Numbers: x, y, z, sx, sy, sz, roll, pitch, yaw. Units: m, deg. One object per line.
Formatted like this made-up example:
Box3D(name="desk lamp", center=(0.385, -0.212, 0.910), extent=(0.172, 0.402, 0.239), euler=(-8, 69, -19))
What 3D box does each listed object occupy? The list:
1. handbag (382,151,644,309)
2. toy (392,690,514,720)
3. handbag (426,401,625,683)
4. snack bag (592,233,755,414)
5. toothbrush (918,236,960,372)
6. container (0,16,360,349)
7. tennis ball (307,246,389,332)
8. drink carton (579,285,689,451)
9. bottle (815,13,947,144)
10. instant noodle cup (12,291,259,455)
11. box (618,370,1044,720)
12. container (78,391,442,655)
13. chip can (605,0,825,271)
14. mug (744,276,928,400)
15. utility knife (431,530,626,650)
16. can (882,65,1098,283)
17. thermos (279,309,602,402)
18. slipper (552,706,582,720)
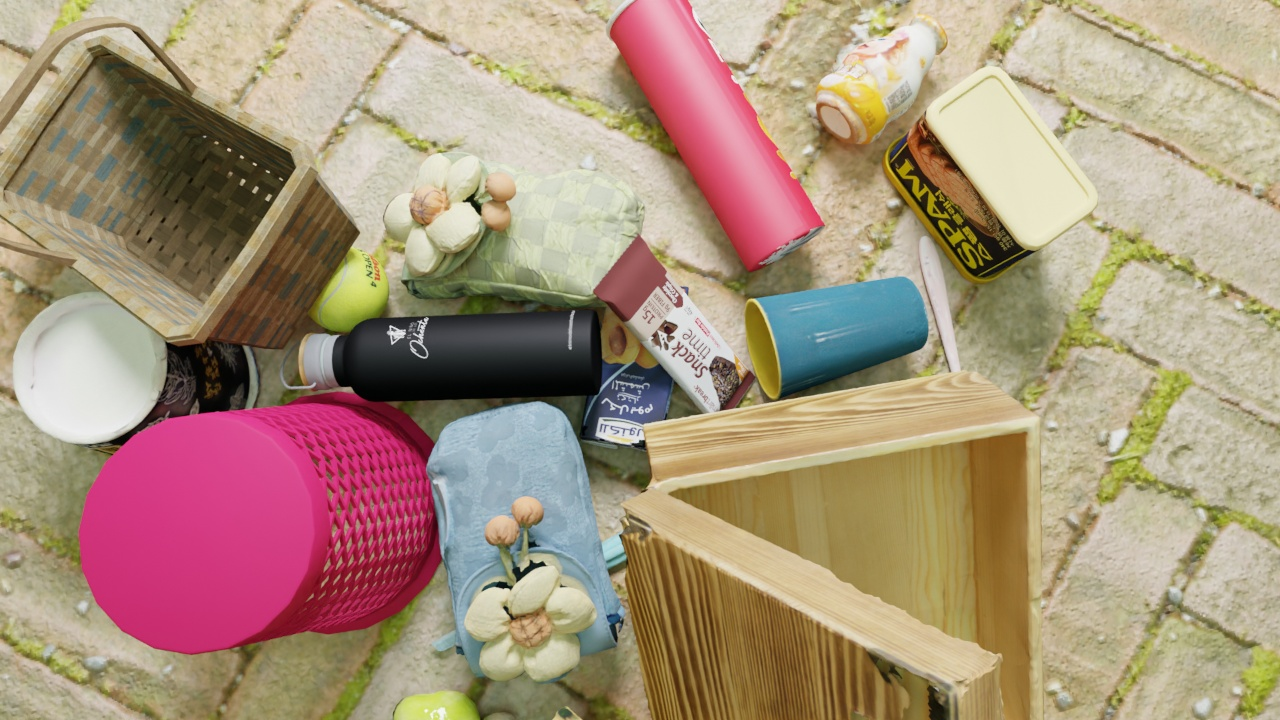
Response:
Box3D(name="handbag", center=(-0.096, -0.100, 0.666), extent=(0.187, 0.117, 0.113), euler=(6, 81, 17))
Box3D(name="toy", center=(-0.129, 0.291, 0.669), extent=(0.115, 0.046, 0.092), euler=(13, 81, -7))
Box3D(name="handbag", center=(-0.083, 0.125, 0.641), extent=(0.122, 0.118, 0.192), euler=(-11, 85, 1))
Box3D(name="snack bag", center=(0.029, -0.017, 0.673), extent=(0.057, 0.013, 0.158), euler=(-51, 121, -17))
Box3D(name="toothbrush", center=(0.243, -0.011, 0.716), extent=(0.015, 0.018, 0.181), euler=(-11, 83, -2))
Box3D(name="container", center=(-0.335, -0.122, 0.611), extent=(0.250, 0.186, 0.157), euler=(29, 84, 23))
Box3D(name="tennis ball", center=(-0.224, -0.054, 0.694), extent=(0.065, 0.065, 0.065), euler=(0, 84, 0))
Box3D(name="drink carton", center=(-0.004, 0.004, 0.702), extent=(0.064, 0.040, 0.130), euler=(11, 84, 2))
Box3D(name="bottle", center=(0.189, -0.221, 0.715), extent=(0.108, 0.063, 0.063), euler=(-44, 86, -5))
Box3D(name="instant noodle cup", center=(-0.368, 0.012, 0.663), extent=(0.137, 0.112, 0.137), euler=(0, 84, 1))
Box3D(name="box", center=(0.113, 0.199, 0.508), extent=(0.282, 0.315, 0.279), euler=(-9, 110, 1))
Box3D(name="container", center=(-0.236, 0.104, 0.596), extent=(0.183, 0.226, 0.183), euler=(0, 84, 0))
Box3D(name="chip can", center=(0.057, -0.179, 0.707), extent=(0.069, 0.069, 0.220), euler=(-30, 85, -3))
Box3D(name="mug", center=(0.148, -0.022, 0.691), extent=(0.121, 0.078, 0.078), euler=(-14, 84, -7))
Box3D(name="utility knife", center=(-0.077, 0.175, 0.695), extent=(0.179, 0.016, 0.022), euler=(-28, 84, -5))
Box3D(name="can", center=(0.257, -0.136, 0.685), extent=(0.075, 0.104, 0.135), euler=(-35, 85, -4))
Box3D(name="thermos", center=(-0.146, -0.002, 0.660), extent=(0.231, 0.061, 0.061), euler=(-2, 84, 5))
Box3D(name="slipper", center=(-0.005, 0.357, 0.624), extent=(0.078, 0.100, 0.263), euler=(-32, 96, -15))
